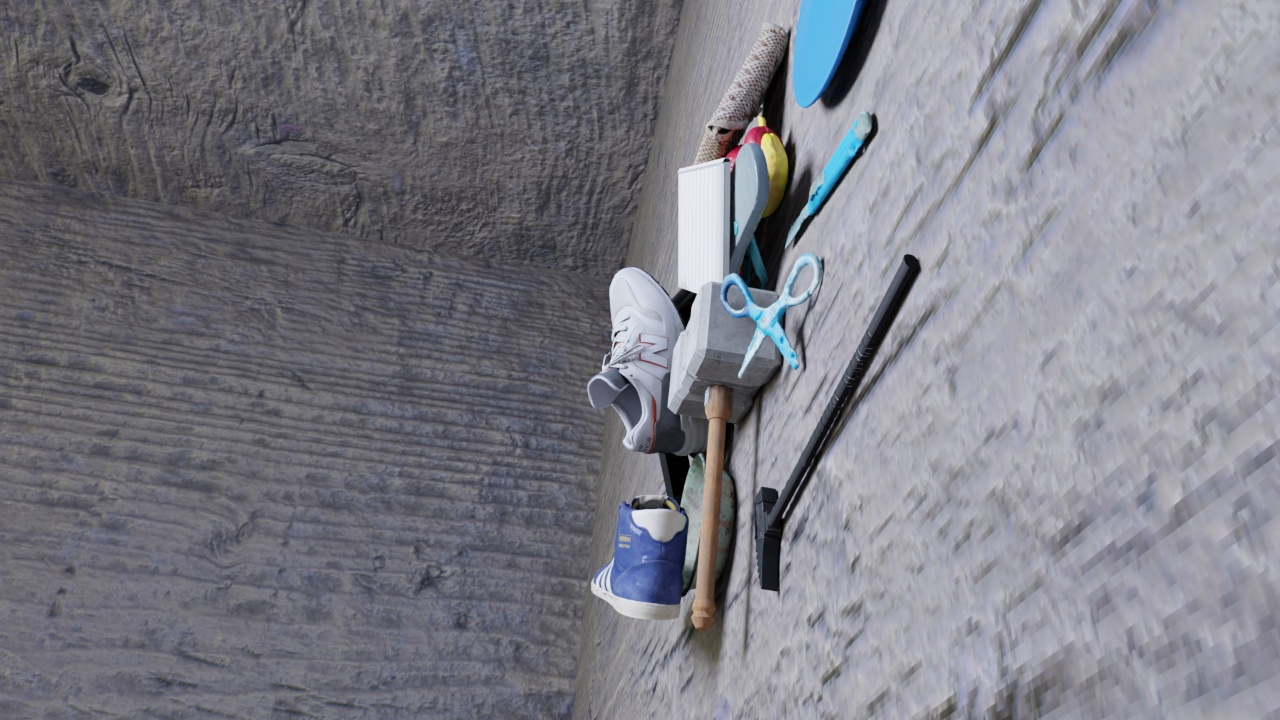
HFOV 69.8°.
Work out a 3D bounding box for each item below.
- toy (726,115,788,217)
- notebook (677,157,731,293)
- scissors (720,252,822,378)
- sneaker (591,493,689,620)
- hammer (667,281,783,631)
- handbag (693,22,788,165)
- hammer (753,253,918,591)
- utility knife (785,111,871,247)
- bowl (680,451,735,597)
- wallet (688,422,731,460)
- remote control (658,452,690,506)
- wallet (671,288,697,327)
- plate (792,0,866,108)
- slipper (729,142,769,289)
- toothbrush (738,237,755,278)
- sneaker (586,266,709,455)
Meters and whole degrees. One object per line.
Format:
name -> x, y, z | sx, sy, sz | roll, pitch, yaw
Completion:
toy -> 0.125, -0.212, 1.001 | 0.137, 0.067, 0.106 | -119, 35, -72
notebook -> 0.068, -0.146, 1.020 | 0.210, 0.009, 0.142 | -139, 48, -77
scissors -> 0.112, -0.046, 0.821 | 0.139, 0.011, 0.134 | 50, 126, 46
sneaker -> -0.003, 0.207, 1.027 | 0.233, 0.091, 0.118 | 144, 130, -82
hammer -> 0.072, 0.101, 0.893 | 0.163, 0.083, 0.317 | 110, 168, -64
handbag -> 0.119, -0.298, 1.095 | 0.185, 0.047, 0.124 | -61, -3, -24
hammer -> 0.135, 0.053, 0.674 | 0.326, 0.015, 0.094 | 105, 172, -46
utility knife -> 0.157, -0.150, 0.793 | 0.222, 0.015, 0.031 | 109, 173, -70
bowl -> 0.072, 0.181, 1.005 | 0.157, 0.038, 0.157 | -173, 92, -85
wallet -> 0.057, 0.065, 1.091 | 0.116, 0.018, 0.092 | 34, 124, 37
remote control -> 0.046, 0.147, 1.091 | 0.013, 0.034, 0.150 | 0, 104, 52
wallet -> 0.061, -0.048, 1.179 | 0.099, 0.031, 0.120 | -46, -28, -14
plate -> 0.179, -0.336, 0.811 | 0.224, 0.024, 0.224 | -173, 92, -85
slipper -> 0.107, -0.126, 0.976 | 0.269, 0.054, 0.098 | 101, 159, -55
toothbrush -> 0.113, -0.075, 1.157 | 0.017, 0.012, 0.213 | -86, 7, -46
sneaker -> -0.006, 0.006, 1.039 | 0.089, 0.124, 0.239 | -43, 68, 49
